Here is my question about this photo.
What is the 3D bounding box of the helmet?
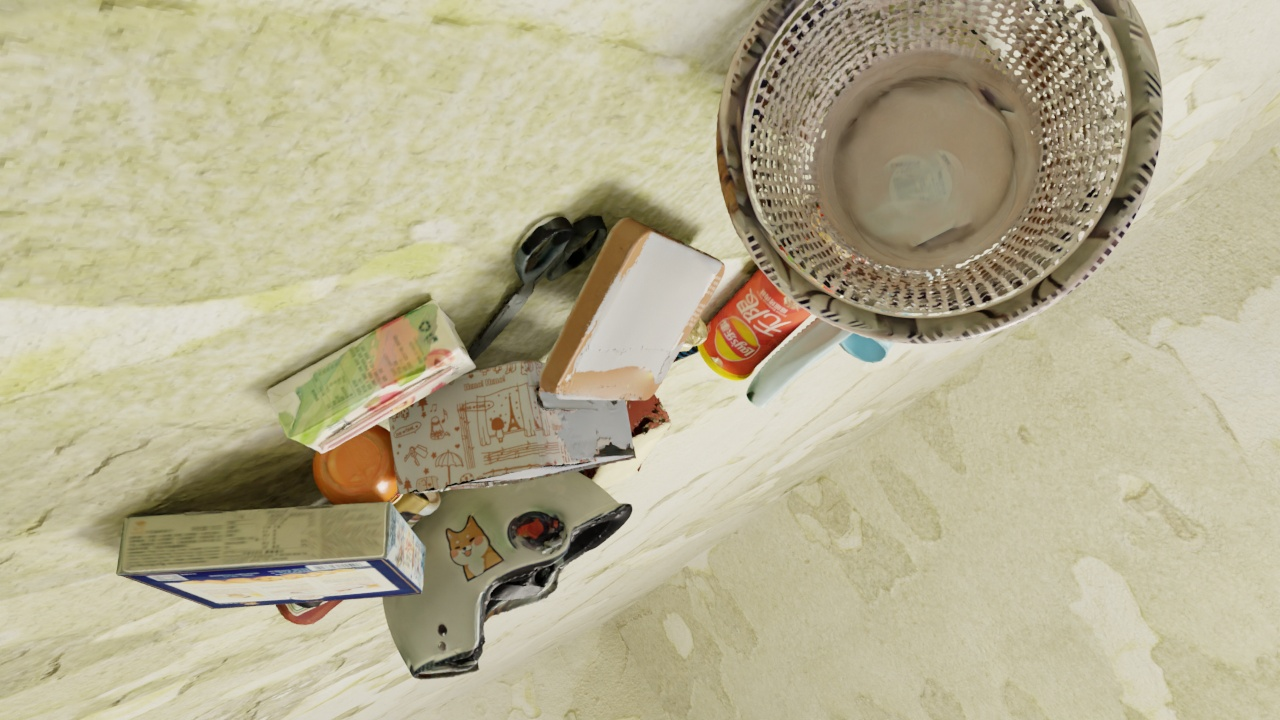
[{"bbox_3d":[-0.157,0.194,0.952,0.273,0.157,0.230,-41,169,-19],"label":"helmet"}]

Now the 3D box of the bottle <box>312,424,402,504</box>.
[{"bbox_3d":[-0.215,0.092,0.734,0.066,0.066,0.150,-28,170,-13],"label":"bottle"}]

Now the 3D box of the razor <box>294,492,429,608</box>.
[{"bbox_3d":[-0.262,0.164,0.827,0.167,0.067,0.062,-34,151,9],"label":"razor"}]

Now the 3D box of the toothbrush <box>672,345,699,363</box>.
[{"bbox_3d":[0.057,-0.013,0.989,0.189,0.014,0.016,-23,137,-29],"label":"toothbrush"}]

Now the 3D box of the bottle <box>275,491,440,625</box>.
[{"bbox_3d":[-0.272,0.183,0.887,0.206,0.059,0.059,-39,162,20],"label":"bottle"}]

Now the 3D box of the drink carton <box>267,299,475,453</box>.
[{"bbox_3d":[-0.174,0.014,0.603,0.122,0.045,0.053,-30,164,-6],"label":"drink carton"}]

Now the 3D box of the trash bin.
[{"bbox_3d":[0.177,-0.130,0.573,0.228,0.227,0.191,-38,175,17],"label":"trash bin"}]

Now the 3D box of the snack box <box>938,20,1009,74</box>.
[{"bbox_3d":[0.258,-0.185,0.772,0.115,0.063,0.239,-39,162,19],"label":"snack box"}]

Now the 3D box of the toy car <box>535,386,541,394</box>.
[{"bbox_3d":[-0.091,0.045,0.854,0.042,0.035,0.091,-27,160,-21],"label":"toy car"}]

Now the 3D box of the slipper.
[{"bbox_3d":[0.212,-0.024,0.918,0.245,0.074,0.104,-37,171,-9],"label":"slipper"}]

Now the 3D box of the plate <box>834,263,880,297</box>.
[{"bbox_3d":[0.235,-0.101,0.981,0.164,0.034,0.163,-37,171,12],"label":"plate"}]

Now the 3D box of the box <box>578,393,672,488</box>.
[{"bbox_3d":[-0.027,0.095,1.027,0.091,0.079,0.169,-23,161,-26],"label":"box"}]

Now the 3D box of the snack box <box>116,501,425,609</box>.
[{"bbox_3d":[-0.270,0.154,0.709,0.178,0.045,0.183,-3,159,-6],"label":"snack box"}]

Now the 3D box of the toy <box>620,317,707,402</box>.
[{"bbox_3d":[-0.005,0.005,0.838,0.158,0.066,0.104,-35,-178,36],"label":"toy"}]

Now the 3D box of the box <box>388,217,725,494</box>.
[{"bbox_3d":[-0.051,0.016,0.697,0.274,0.126,0.178,-39,163,16],"label":"box"}]

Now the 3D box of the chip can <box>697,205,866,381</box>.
[{"bbox_3d":[0.141,-0.068,0.883,0.073,0.073,0.217,-15,155,-44],"label":"chip can"}]

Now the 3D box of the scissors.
[{"bbox_3d":[-0.093,-0.045,0.647,0.175,0.014,0.135,-31,164,8],"label":"scissors"}]
